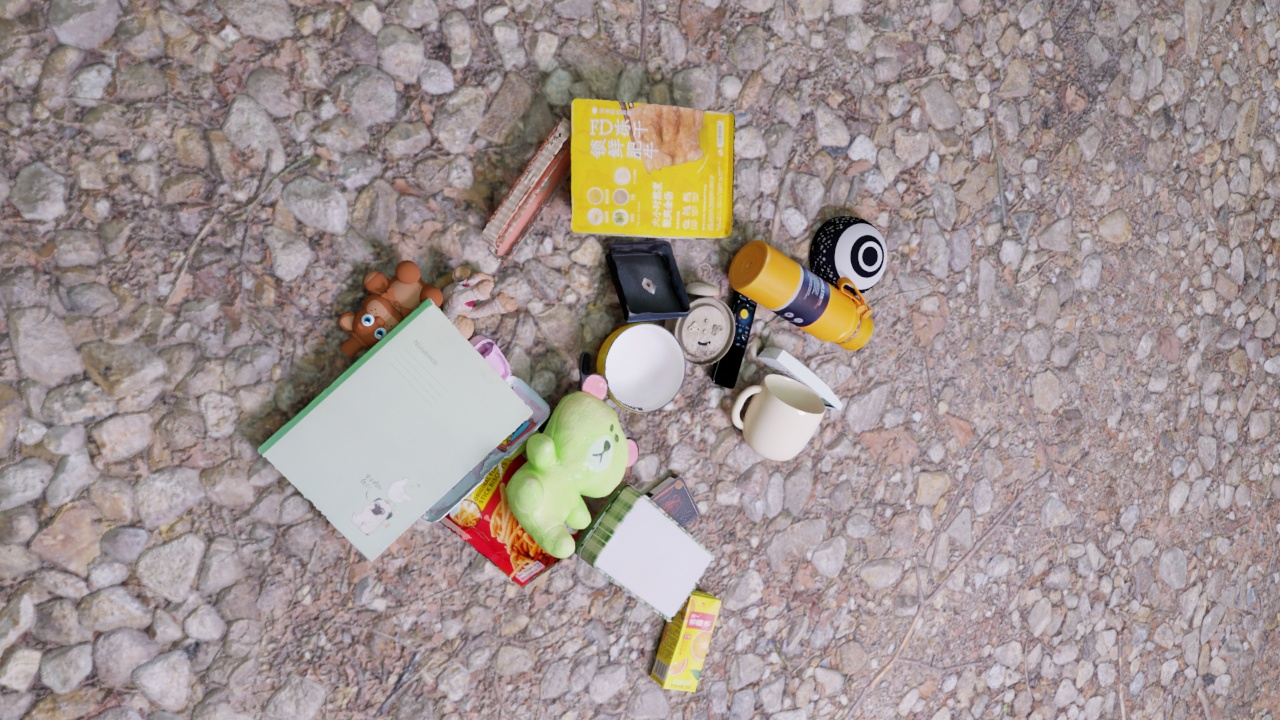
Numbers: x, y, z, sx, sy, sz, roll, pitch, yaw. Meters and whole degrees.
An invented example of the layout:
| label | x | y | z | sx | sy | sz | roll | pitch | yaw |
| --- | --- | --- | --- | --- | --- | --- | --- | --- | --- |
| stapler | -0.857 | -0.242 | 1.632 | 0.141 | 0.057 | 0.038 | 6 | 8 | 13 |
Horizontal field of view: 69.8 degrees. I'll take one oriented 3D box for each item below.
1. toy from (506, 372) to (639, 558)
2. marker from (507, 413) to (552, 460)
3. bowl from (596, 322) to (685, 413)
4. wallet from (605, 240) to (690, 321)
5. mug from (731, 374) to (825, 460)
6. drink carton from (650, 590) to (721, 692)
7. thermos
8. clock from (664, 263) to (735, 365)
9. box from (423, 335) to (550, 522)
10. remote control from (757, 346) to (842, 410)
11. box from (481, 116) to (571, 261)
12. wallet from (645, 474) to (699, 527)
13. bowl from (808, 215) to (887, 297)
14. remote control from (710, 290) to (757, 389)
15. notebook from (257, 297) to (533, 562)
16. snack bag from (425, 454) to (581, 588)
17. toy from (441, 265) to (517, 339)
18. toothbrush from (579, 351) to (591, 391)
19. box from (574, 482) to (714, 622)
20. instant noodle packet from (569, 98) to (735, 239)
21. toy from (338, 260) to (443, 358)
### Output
| label | x | y | z | sx | sy | sz | roll | pitch | yaw |
| --- | --- | --- | --- | --- | --- | --- | --- | --- | --- |
| toy | -0.089 | 0.130 | 1.118 | 0.196 | 0.107 | 0.150 | -53 | 125 | -42 |
| marker | -0.125 | 0.084 | 1.159 | 0.021 | 0.018 | 0.123 | 37 | 50 | 19 |
| bowl | -0.007 | 0.007 | 1.198 | 0.117 | 0.068 | 0.117 | -3 | 96 | -26 |
| wallet | 0.008 | -0.102 | 1.191 | 0.089 | 0.026 | 0.114 | -4 | 62 | -23 |
| mug | 0.183 | 0.083 | 1.281 | 0.120 | 0.096 | 0.100 | 19 | 116 | -13 |
| drink carton | 0.064 | 0.390 | 1.287 | 0.058 | 0.043 | 0.134 | 18 | 88 | -30 |
| thermos | 0.237 | -0.088 | 1.288 | 0.232 | 0.092 | 0.076 | 27 | 54 | -30 |
| clock | 0.077 | -0.062 | 1.240 | 0.092 | 0.055 | 0.141 | 0 | 103 | -27 |
| box | -0.224 | 0.078 | 1.105 | 0.201 | 0.077 | 0.146 | -43 | 107 | -15 |
| remote control | 0.232 | 0.023 | 1.325 | 0.143 | 0.050 | 0.024 | 36 | 78 | -24 |
| box | -0.131 | -0.208 | 1.125 | 0.041 | 0.082 | 0.186 | 33 | 82 | 6 |
| wallet | 0.019 | 0.218 | 1.259 | 0.122 | 0.019 | 0.072 | -33 | 109 | -19 |
| bowl | 0.313 | -0.151 | 1.337 | 0.120 | 0.066 | 0.120 | -3 | 96 | -26 |
| remote control | 0.133 | -0.037 | 1.288 | 0.041 | 0.020 | 0.152 | 18 | 86 | -31 |
| notebook | -0.274 | 0.079 | 1.044 | 0.252 | 0.010 | 0.182 | -43 | 103 | -7 |
| snack bag | -0.180 | 0.178 | 1.153 | 0.208 | 0.067 | 0.138 | 46 | 81 | -13 |
| toy | -0.211 | -0.061 | 1.088 | 0.074 | 0.085 | 0.106 | 45 | 93 | 12 |
| toothbrush | -0.077 | 0.072 | 1.204 | 0.012 | 0.013 | 0.167 | 2 | 97 | -26 |
| box | 0.009 | 0.255 | 1.209 | 0.117 | 0.051 | 0.205 | -56 | 134 | -11 |
| instant noodle packet | 0.007 | -0.237 | 1.158 | 0.221 | 0.084 | 0.163 | -3 | 98 | -33 |
| toy | -0.294 | -0.053 | 1.058 | 0.127 | 0.065 | 0.095 | -45 | 103 | -10 |
